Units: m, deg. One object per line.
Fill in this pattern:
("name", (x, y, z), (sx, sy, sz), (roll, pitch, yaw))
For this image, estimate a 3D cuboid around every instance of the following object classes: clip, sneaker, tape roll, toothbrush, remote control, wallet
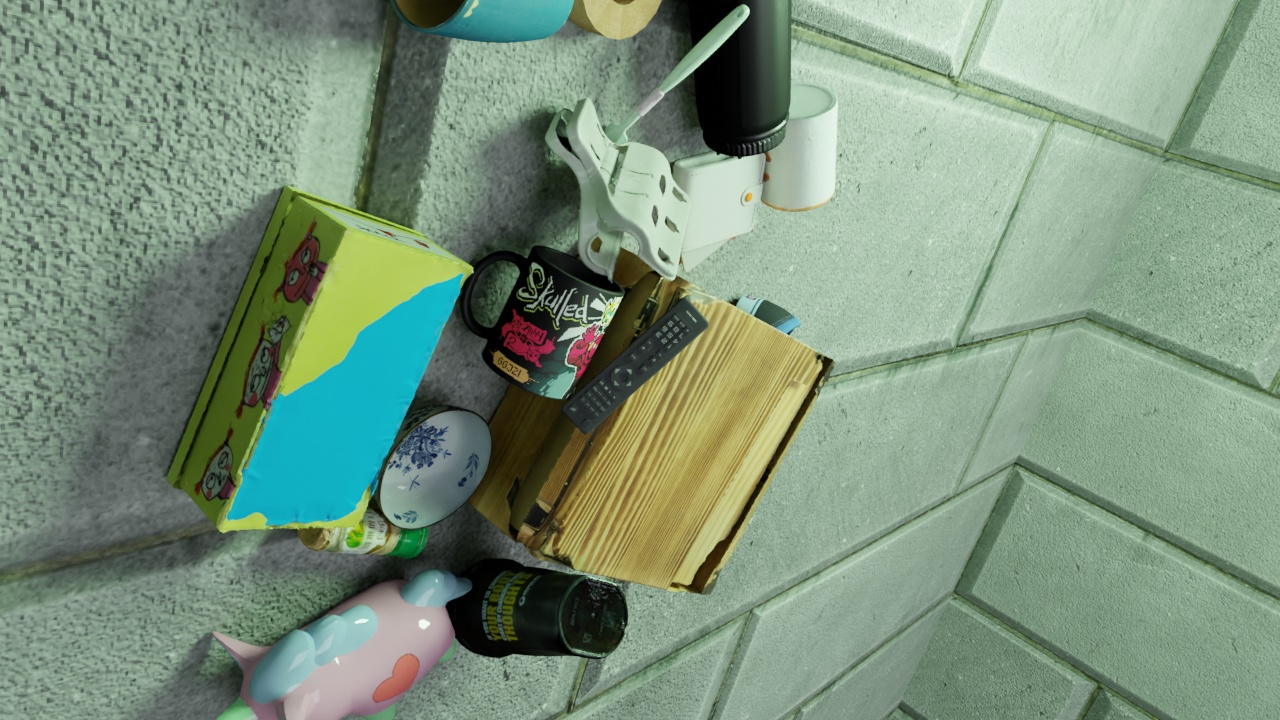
("clip", (-0.030, -0.134, 0.751), (0.152, 0.126, 0.102), (36, 126, -20))
("sneaker", (0.122, 0.050, 1.073), (0.083, 0.098, 0.241), (-20, 132, -68))
("tape roll", (-0.020, -0.295, 0.697), (0.093, 0.027, 0.094), (-32, 138, -35))
("toothbrush", (0.030, -0.234, 0.755), (0.155, 0.022, 0.015), (-40, -174, 22))
("remote control", (-0.004, 0.004, 0.746), (0.136, 0.032, 0.015), (-42, -176, 2))
("wallet", (0.073, -0.150, 0.924), (0.118, 0.037, 0.115), (-22, 132, -37))

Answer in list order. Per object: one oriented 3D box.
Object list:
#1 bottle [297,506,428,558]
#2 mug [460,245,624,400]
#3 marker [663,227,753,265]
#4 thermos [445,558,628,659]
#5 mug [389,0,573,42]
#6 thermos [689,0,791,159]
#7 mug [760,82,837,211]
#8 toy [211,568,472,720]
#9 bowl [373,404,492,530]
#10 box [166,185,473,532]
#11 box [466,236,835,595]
("bottle", (-0.226, 0.139, 0.755), (0.111, 0.043, 0.043), (23, 96, -56))
("mug", (-0.087, -0.039, 0.742), (0.098, 0.118, 0.081), (-62, -177, 14))
("marker", (0.070, -0.121, 0.965), (0.141, 0.013, 0.013), (-29, 136, -36))
("thermos", (-0.101, 0.231, 0.850), (0.098, 0.221, 0.098), (9, 75, -35))
("mug", (-0.098, -0.260, 0.587), (0.104, 0.085, 0.112), (-13, 96, -53))
("thermos", (0.089, -0.267, 0.807), (0.086, 0.086, 0.199), (-39, 142, -28))
("mug", (0.159, -0.219, 0.941), (0.082, 0.082, 0.105), (-38, 140, -29))
("toy", (-0.237, 0.243, 0.770), (0.221, 0.120, 0.171), (-41, 152, -23))
("bowl", (-0.182, 0.080, 0.763), (0.114, 0.045, 0.114), (-33, 139, -35))
("box", (-0.220, 0.007, 0.634), (0.124, 0.079, 0.221), (10, 109, -55))
("box", (0.006, 0.059, 0.869), (0.251, 0.192, 0.279), (22, 99, -54))
